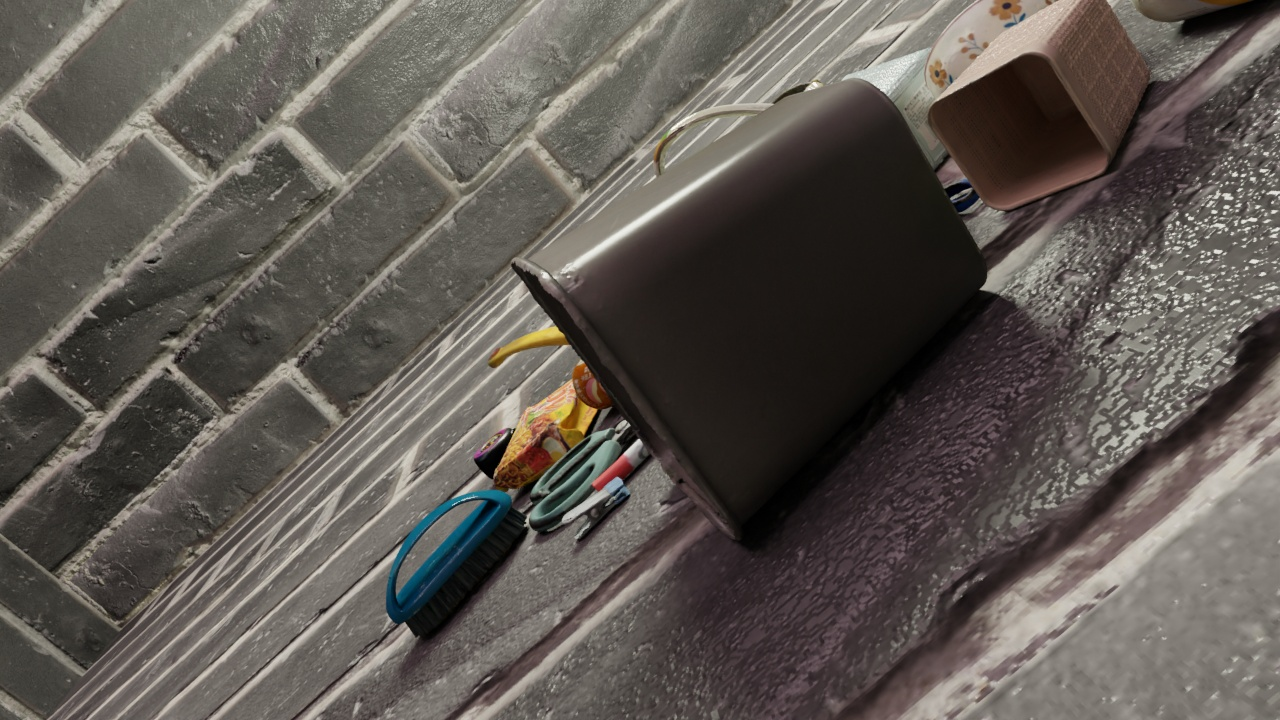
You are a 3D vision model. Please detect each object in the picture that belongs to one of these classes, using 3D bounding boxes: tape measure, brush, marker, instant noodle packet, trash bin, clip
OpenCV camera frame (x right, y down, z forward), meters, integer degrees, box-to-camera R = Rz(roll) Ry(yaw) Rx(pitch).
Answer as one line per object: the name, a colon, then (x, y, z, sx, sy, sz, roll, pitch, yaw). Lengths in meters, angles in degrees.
tape measure: (-0.151, 0.103, 1.003, 0.057, 0.039, 0.057, -24, 19, 52)
brush: (-0.167, 0.167, 0.798, 0.143, 0.073, 0.055, -47, 20, -14)
marker: (0.018, 0.055, 0.739, 0.145, 0.017, 0.017, -44, 15, -3)
instant noodle packet: (-0.092, 0.070, 0.935, 0.111, 0.044, 0.128, -32, 18, 24)
trash bin: (0.067, -0.042, 0.574, 0.219, 0.198, 0.199, -37, 16, -6)
clip: (-0.033, 0.114, 0.710, 0.057, 0.032, 0.025, -38, 16, -8)

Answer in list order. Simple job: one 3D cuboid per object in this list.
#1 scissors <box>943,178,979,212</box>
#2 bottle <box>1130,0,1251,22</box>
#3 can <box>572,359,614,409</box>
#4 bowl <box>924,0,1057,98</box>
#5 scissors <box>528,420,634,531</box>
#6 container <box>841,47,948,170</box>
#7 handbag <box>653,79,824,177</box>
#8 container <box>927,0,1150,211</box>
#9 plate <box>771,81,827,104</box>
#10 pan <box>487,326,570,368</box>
scissors: (0.215, -0.120, 0.723, 0.133, 0.012, 0.172, -37, 15, 30)
bottle: (0.381, -0.255, 0.550, 0.068, 0.068, 0.189, -44, 15, -4)
can: (-0.005, 0.005, 0.855, 0.148, 0.058, 0.057, -22, 25, 53)
bowl: (0.280, -0.220, 0.690, 0.114, 0.113, 0.062, -36, 59, 25)
scissors: (-0.036, 0.076, 0.816, 0.180, 0.019, 0.143, -46, 14, -4)
container: (0.220, -0.209, 0.807, 0.090, 0.090, 0.112, -48, 18, -16)
handbag: (0.103, -0.135, 0.706, 0.164, 0.178, 0.063, -49, 7, 20)
container: (0.264, -0.173, 0.596, 0.110, 0.090, 0.090, -48, 15, -31)
plate: (0.142, -0.153, 0.808, 0.180, 0.024, 0.179, -10, 79, 62)
pan: (-0.050, -0.046, 1.049, 0.359, 0.078, 0.197, -31, 24, 41)
